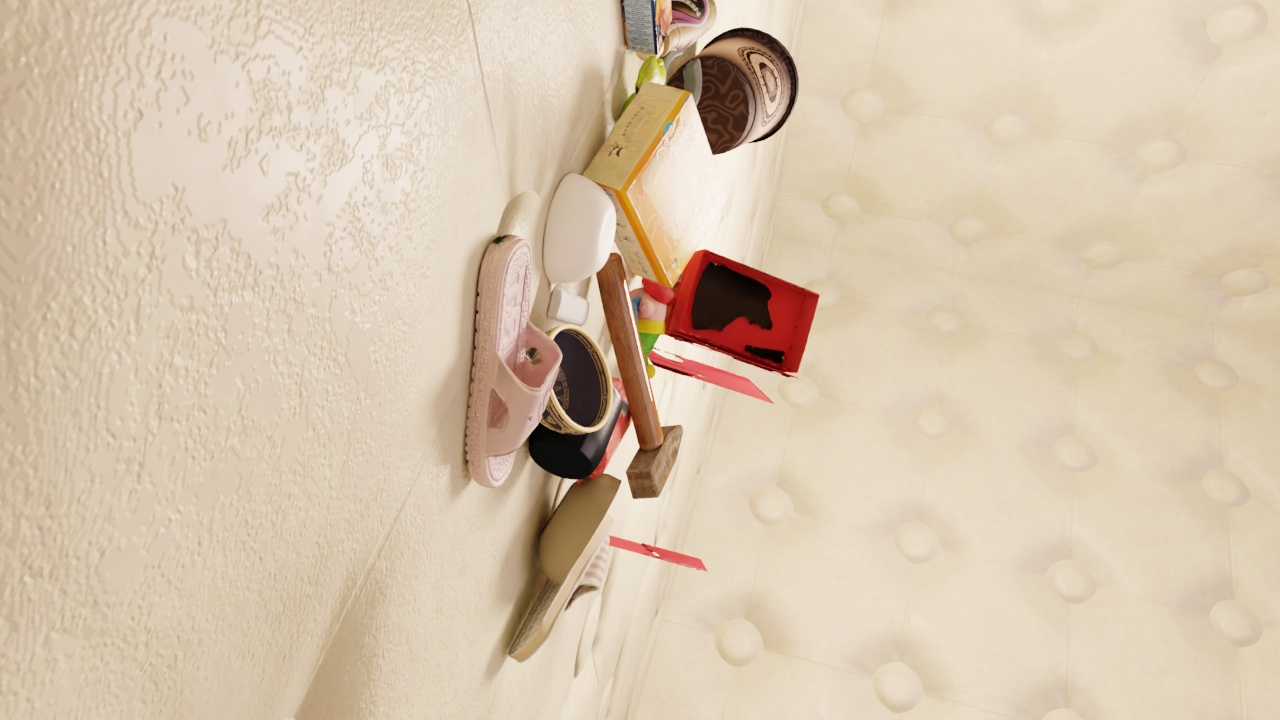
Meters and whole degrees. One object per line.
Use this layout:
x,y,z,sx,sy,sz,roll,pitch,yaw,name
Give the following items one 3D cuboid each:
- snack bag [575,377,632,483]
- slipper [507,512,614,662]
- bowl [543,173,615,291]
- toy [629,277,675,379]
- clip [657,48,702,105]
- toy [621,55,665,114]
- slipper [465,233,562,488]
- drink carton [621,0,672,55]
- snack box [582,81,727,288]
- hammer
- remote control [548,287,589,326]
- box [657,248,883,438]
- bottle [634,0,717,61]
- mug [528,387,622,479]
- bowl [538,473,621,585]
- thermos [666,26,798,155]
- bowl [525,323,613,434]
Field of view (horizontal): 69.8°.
-0.057,0.081,1.167,0.176,0.082,0.082,-58,158,-62,snack bag
-0.093,0.299,1.205,0.115,0.052,0.262,-46,-175,34,slipper
-0.058,-0.133,0.956,0.114,0.050,0.114,14,89,-80,bowl
0.008,-0.049,1.305,0.131,0.097,0.124,-57,178,-3,toy
0.048,-0.324,1.190,0.112,0.028,0.162,37,65,-36,clip
0.005,-0.310,1.078,0.094,0.036,0.094,-61,171,16,toy
-0.108,0.006,0.827,0.094,0.064,0.240,-56,155,-63,slipper
0.006,-0.403,0.994,0.130,0.040,0.064,82,22,-62,drink carton
0.016,-0.202,1.067,0.145,0.081,0.195,-58,151,-16,snack box
-0.007,0.007,1.163,0.157,0.037,0.301,-56,135,-63,hammer
-0.079,-0.059,1.037,0.131,0.012,0.033,12,91,-80,remote control
0.175,-0.039,1.265,0.352,0.217,0.197,-167,-84,-73,box
0.040,-0.408,1.126,0.165,0.060,0.060,-53,155,-46,bottle
-0.082,0.063,1.016,0.122,0.085,0.094,55,42,-38,mug
-0.085,0.200,1.145,0.152,0.050,0.152,-58,-178,2,bowl
0.128,-0.388,1.346,0.225,0.173,0.173,-48,150,-57,thermos
-0.085,0.024,0.942,0.112,0.061,0.112,32,50,-49,bowl
